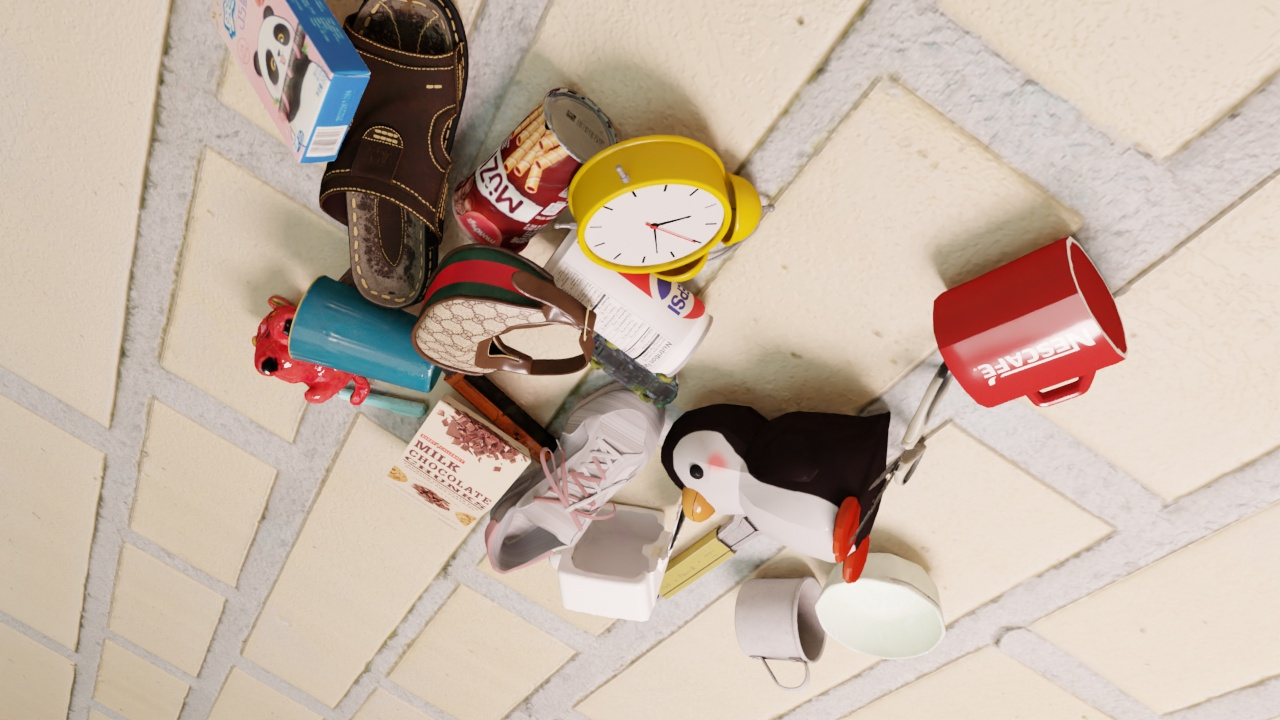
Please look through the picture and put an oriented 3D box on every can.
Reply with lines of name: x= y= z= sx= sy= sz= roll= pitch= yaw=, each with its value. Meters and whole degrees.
can: x=-0.013 y=-0.050 z=0.731 sx=0.132 sy=0.070 sz=0.070 roll=36 pitch=132 yaw=-9

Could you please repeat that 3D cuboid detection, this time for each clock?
clock: x=0.018 y=-0.104 z=0.659 sx=0.151 sy=0.052 sz=0.114 roll=14 pitch=144 yaw=-38

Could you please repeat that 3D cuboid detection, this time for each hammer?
hammer: x=-0.152 y=0.018 z=0.872 sx=0.314 sy=0.034 sz=0.138 roll=44 pitch=130 yaw=-17

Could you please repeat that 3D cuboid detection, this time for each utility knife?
utility knife: x=-0.287 y=0.041 z=0.959 sx=0.141 sy=0.015 sz=0.022 roll=10 pitch=150 yaw=15

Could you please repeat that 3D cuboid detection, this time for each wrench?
wrench: x=0.074 y=0.187 z=0.930 sx=0.083 sy=0.018 sz=0.274 roll=37 pitch=132 yaw=-10

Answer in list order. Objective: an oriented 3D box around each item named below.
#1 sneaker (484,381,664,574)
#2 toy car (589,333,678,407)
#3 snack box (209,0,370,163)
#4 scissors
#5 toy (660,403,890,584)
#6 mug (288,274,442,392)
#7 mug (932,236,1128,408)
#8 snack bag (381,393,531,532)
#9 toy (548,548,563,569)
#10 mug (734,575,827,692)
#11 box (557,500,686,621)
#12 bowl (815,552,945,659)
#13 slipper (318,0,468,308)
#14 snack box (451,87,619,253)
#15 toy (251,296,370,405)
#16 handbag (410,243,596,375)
sneaker: x=-0.063 y=0.121 z=0.851 sx=0.099 sy=0.089 sz=0.237 roll=35 pitch=116 yaw=-18
toy car: x=-0.005 y=0.005 z=0.803 sx=0.090 sy=0.027 sz=0.039 roll=34 pitch=130 yaw=-7
snack box: x=-0.254 y=-0.229 z=0.659 sx=0.154 sy=0.033 sz=0.088 roll=56 pitch=133 yaw=14
scissors: x=0.204 y=0.072 z=0.711 sx=0.012 sy=0.171 sz=0.157 roll=28 pitch=176 yaw=26
toy: x=0.110 y=0.085 z=0.777 sx=0.184 sy=0.140 sz=0.159 roll=14 pitch=157 yaw=27
mug: x=-0.232 y=-0.018 z=0.802 sx=0.121 sy=0.078 sz=0.078 roll=19 pitch=133 yaw=-4
mug: x=0.277 y=-0.014 z=0.636 sx=0.097 sy=0.080 sz=0.116 roll=-27 pitch=121 yaw=37
snack bag: x=-0.173 y=0.094 z=0.878 sx=0.094 sy=0.069 sz=0.207 roll=35 pitch=151 yaw=-9
toy: x=-0.043 y=0.227 z=1.000 sx=0.123 sy=0.037 sz=0.079 roll=-17 pitch=121 yaw=41
mug: x=0.139 y=0.271 z=0.912 sx=0.071 sy=0.113 sz=0.084 roll=-8 pitch=140 yaw=31
box: x=-0.002 y=0.173 z=0.890 sx=0.152 sy=0.106 sz=0.132 roll=5 pitch=130 yaw=15
bowl: x=0.228 y=0.223 z=0.867 sx=0.117 sy=0.061 sz=0.118 roll=11 pitch=131 yaw=13
slipper: x=-0.192 y=-0.151 z=0.701 sx=0.113 sy=0.075 sz=0.268 roll=19 pitch=122 yaw=6
snack box: x=-0.079 y=-0.138 z=0.683 sx=0.072 sy=0.072 sz=0.122 roll=43 pitch=131 yaw=-16
toy: x=-0.323 y=-0.008 z=0.914 sx=0.094 sy=0.088 sz=0.133 roll=23 pitch=165 yaw=49
handbag: x=-0.103 y=-0.029 z=0.728 sx=0.138 sy=0.063 sz=0.167 roll=21 pitch=152 yaw=-20
